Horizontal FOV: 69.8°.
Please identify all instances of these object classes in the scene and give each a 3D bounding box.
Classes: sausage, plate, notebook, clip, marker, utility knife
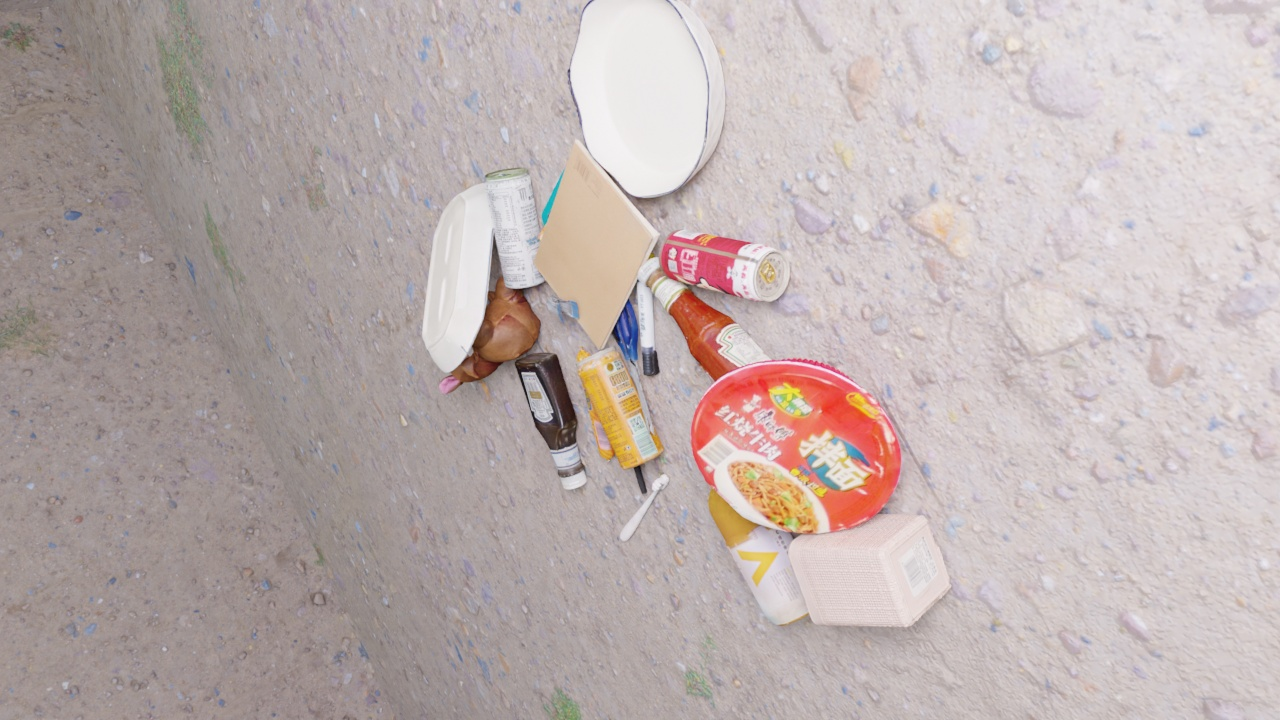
[{"bbox_3d":[-0.059,0.059,1.206,0.021,0.021,0.165,8,116,51],"label":"sausage"},{"bbox_3d":[-0.247,-0.116,1.220,0.162,0.034,0.265,-28,54,51],"label":"plate"},{"bbox_3d":[-0.059,-0.127,1.056,0.149,0.012,0.212,52,145,18],"label":"notebook"},{"bbox_3d":[-0.100,-0.066,1.127,0.058,0.045,0.027,32,139,53],"label":"clip"},{"bbox_3d":[0.009,-0.041,1.062,0.023,0.018,0.131,12,122,27],"label":"marker"},{"bbox_3d":[0.008,-0.266,0.905,0.205,0.045,0.205,31,132,41],"label":"plate"},{"bbox_3d":[-0.091,-0.205,1.100,0.029,0.012,0.152,59,145,14],"label":"utility knife"},{"bbox_3d":[-0.010,0.115,1.182,0.018,0.015,0.124,-95,-11,-76],"label":"marker"}]

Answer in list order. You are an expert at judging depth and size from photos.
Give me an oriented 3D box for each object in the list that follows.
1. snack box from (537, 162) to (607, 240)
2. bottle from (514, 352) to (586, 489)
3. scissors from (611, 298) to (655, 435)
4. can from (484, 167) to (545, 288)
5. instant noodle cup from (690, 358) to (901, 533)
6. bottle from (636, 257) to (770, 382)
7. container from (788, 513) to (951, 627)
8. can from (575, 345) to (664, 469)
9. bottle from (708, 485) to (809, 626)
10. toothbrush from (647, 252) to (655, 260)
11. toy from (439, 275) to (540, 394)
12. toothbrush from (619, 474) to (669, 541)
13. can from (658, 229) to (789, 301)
[{"bbox_3d":[-0.068,-0.158,1.084,0.077,0.027,0.156,58,145,9],"label":"snack box"},{"bbox_3d":[-0.119,0.086,1.285,0.080,0.043,0.195,1,111,53],"label":"bottle"},{"bbox_3d":[-0.012,0.005,1.102,0.125,0.012,0.174,42,141,53],"label":"scissors"},{"bbox_3d":[-0.158,-0.168,1.171,0.058,0.058,0.147,16,122,48],"label":"can"},{"bbox_3d":[0.146,0.069,0.856,0.194,0.065,0.194,10,124,14],"label":"instant noodle cup"},{"bbox_3d":[0.069,-0.028,0.953,0.206,0.059,0.060,49,142,23],"label":"bottle"},{"bbox_3d":[0.218,0.196,0.865,0.111,0.089,0.090,-15,98,52],"label":"container"},{"bbox_3d":[-0.026,0.059,1.130,0.058,0.058,0.146,-27,88,56],"label":"can"},{"bbox_3d":[0.127,0.192,0.998,0.189,0.067,0.068,61,145,8],"label":"bottle"},{"bbox_3d":[0.057,-0.037,1.000,0.190,0.015,0.017,59,141,10],"label":"toothbrush"},{"bbox_3d":[-0.228,-0.032,1.294,0.130,0.139,0.200,39,149,-8],"label":"toy"},{"bbox_3d":[0.001,0.200,1.216,0.016,0.016,0.181,54,144,20],"label":"toothbrush"},{"bbox_3d":[0.081,-0.094,0.902,0.133,0.053,0.053,20,125,46],"label":"can"}]
